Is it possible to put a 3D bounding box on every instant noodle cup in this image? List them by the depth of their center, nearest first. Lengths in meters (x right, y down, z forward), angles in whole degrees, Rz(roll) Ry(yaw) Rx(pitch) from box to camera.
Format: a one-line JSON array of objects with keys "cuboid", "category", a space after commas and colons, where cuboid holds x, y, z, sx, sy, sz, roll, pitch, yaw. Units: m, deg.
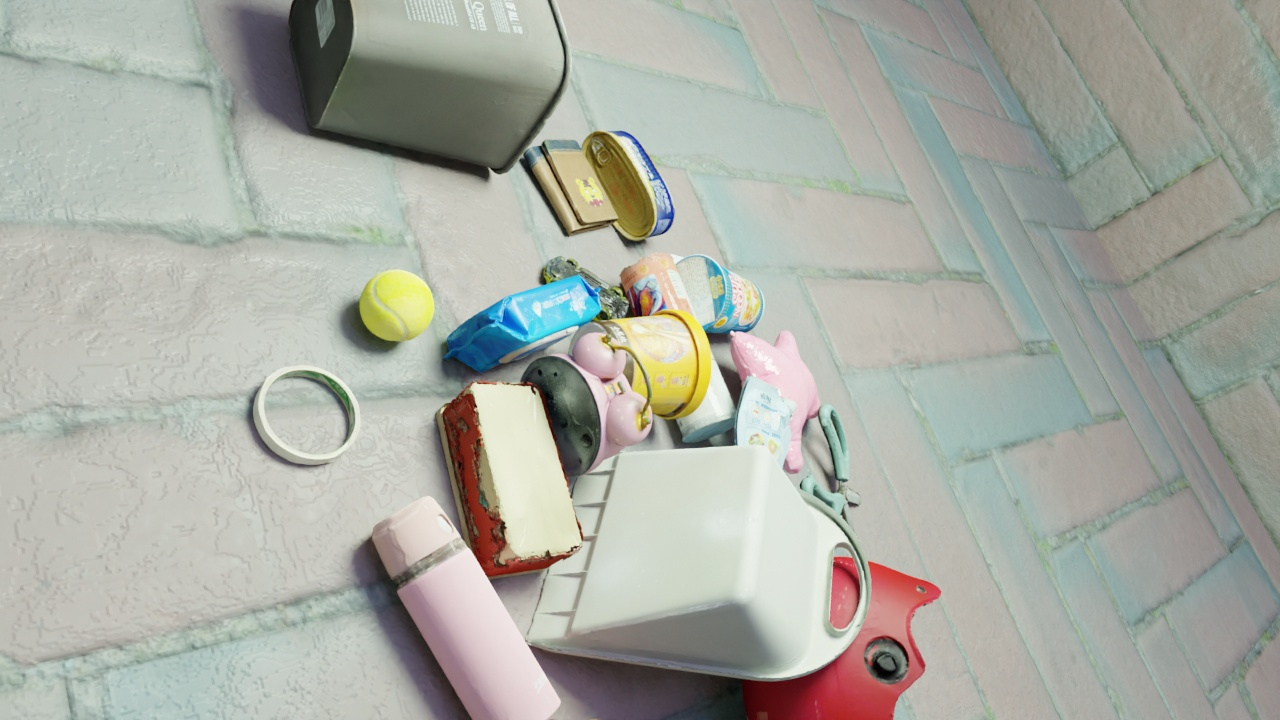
[{"cuboid": [-0.006, 0.006, 0.967, 0.114, 0.119, 0.118, -3, 65, -35], "category": "instant noodle cup"}, {"cuboid": [0.096, -0.074, 1.138, 0.109, 0.099, 0.099, 7, 58, -50], "category": "instant noodle cup"}]

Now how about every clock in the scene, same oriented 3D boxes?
[{"cuboid": [-0.048, 0.040, 0.863, 0.059, 0.159, 0.117, -14, 74, -45], "category": "clock"}]

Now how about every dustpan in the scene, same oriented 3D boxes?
[{"cuboid": [0.065, 0.189, 0.842, 0.143, 0.258, 0.222, 55, 35, -34], "category": "dustpan"}]

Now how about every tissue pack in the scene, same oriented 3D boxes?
[{"cuboid": [-0.113, -0.033, 0.902, 0.156, 0.095, 0.052, -24, 86, -49], "category": "tissue pack"}]

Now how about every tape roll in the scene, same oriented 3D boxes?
[{"cuboid": [-0.273, 0.044, 0.755, 0.085, 0.014, 0.085, 24, 48, -30], "category": "tape roll"}]

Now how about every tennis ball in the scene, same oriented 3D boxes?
[{"cuboid": [-0.221, -0.049, 0.831, 0.065, 0.066, 0.065, 24, 48, -30], "category": "tennis ball"}]

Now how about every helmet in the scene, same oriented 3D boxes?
[{"cuboid": [0.168, 0.293, 0.878, 0.144, 0.207, 0.239, 28, 49, 5], "category": "helmet"}]

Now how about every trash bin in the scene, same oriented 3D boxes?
[{"cuboid": [-0.220, -0.321, 0.935, 0.219, 0.199, 0.199, -2, 64, -38], "category": "trash bin"}]

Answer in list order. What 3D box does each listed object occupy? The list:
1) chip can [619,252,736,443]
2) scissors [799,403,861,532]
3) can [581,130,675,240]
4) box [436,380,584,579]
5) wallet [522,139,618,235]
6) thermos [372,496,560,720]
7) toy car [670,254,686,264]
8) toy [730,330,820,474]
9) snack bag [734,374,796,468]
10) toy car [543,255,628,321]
[{"cuboid": [0.044, -0.016, 1.057, 0.071, 0.071, 0.214, -3, 66, -45], "category": "chip can"}, {"cuboid": [0.232, 0.144, 1.130, 0.178, 0.019, 0.170, -15, 93, -58], "category": "scissors"}, {"cuboid": [-0.015, -0.219, 1.141, 0.049, 0.075, 0.148, -22, 79, -52], "category": "can"}, {"cuboid": [-0.115, 0.101, 0.819, 0.091, 0.077, 0.168, 3, 61, -43], "category": "box"}, {"cuboid": [-0.083, -0.210, 1.104, 0.090, 0.033, 0.115, -22, 83, -50], "category": "wallet"}, {"cuboid": [-0.140, 0.205, 0.739, 0.198, 0.067, 0.087, 57, 9, 6], "category": "thermos"}, {"cuboid": [0.065, -0.112, 1.176, 0.090, 0.034, 0.043, 11, 59, -37], "category": "toy car"}, {"cuboid": [0.167, 0.027, 1.139, 0.178, 0.075, 0.194, 54, 35, -17], "category": "toy"}, {"cuboid": [0.132, 0.118, 1.017, 0.110, 0.039, 0.190, 19, 73, -40], "category": "snack bag"}, {"cuboid": [-0.063, -0.075, 1.028, 0.105, 0.032, 0.048, 34, 43, -5], "category": "toy car"}]
